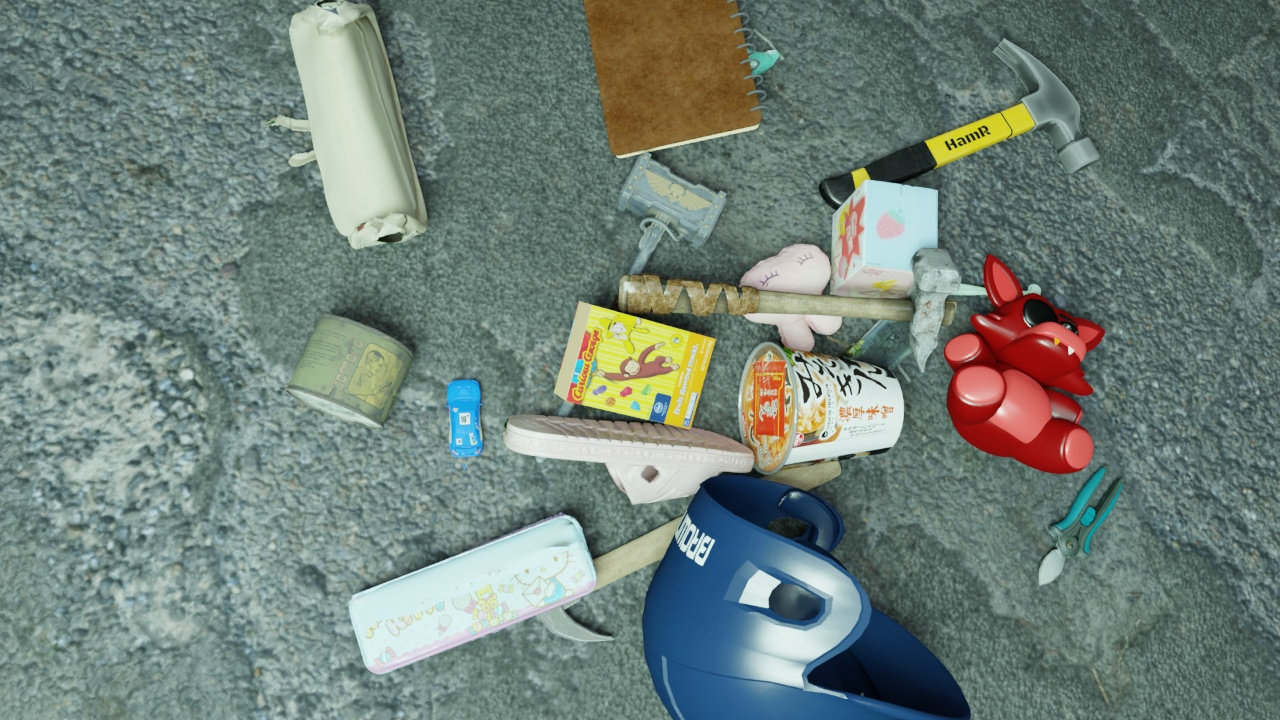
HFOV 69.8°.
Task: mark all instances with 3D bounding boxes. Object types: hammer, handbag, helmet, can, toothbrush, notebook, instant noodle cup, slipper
[{"bbox_3d":[0.339,-0.239,1.010,0.324,0.034,0.170,-23,80,-13],"label":"hammer"},{"bbox_3d":[0.045,0.160,0.871,0.330,0.031,0.119,-22,82,-17],"label":"hammer"},{"bbox_3d":[-0.276,-0.208,0.830,0.132,0.184,0.229,-17,96,-11],"label":"handbag"},{"bbox_3d":[0.133,0.240,0.757,0.272,0.232,0.223,17,97,6],"label":"helmet"},{"bbox_3d":[-0.258,0.010,0.818,0.090,0.090,0.074,21,73,-4],"label":"can"},{"bbox_3d":[0.352,-0.075,0.978,0.154,0.015,0.022,3,107,-8],"label":"toothbrush"},{"bbox_3d":[0.139,-0.053,0.869,0.319,0.122,0.048,3,37,-2],"label":"hammer"},{"bbox_3d":[0.034,-0.331,0.961,0.167,0.024,0.225,-11,78,6],"label":"notebook"},{"bbox_3d":[0.173,0.046,0.872,0.121,0.124,0.123,2,76,-18],"label":"instant noodle cup"},{"bbox_3d":[-0.026,-0.046,0.898,0.098,0.044,0.321,27,76,-2],"label":"hammer"},{"bbox_3d":[-0.008,0.094,0.834,0.239,0.094,0.064,8,97,-17],"label":"slipper"}]

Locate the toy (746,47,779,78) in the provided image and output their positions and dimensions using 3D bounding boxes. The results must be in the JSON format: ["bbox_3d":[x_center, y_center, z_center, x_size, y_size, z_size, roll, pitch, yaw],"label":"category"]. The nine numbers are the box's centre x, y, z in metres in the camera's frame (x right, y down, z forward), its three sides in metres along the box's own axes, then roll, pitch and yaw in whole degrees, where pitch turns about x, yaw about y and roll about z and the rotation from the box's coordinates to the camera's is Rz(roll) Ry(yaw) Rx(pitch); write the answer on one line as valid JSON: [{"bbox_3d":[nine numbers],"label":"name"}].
[{"bbox_3d":[0.091,-0.346,0.992,0.085,0.033,0.105,-35,84,-21],"label":"toy"}]

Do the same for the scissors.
[{"bbox_3d":[0.451,0.173,0.933,0.138,0.019,0.136,4,75,-9],"label":"scissors"}]

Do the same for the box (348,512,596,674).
[{"bbox_3d":[-0.144,0.202,0.800,0.214,0.033,0.076,-21,82,-3],"label":"box"}]

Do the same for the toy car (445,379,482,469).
[{"bbox_3d":[-0.161,0.057,0.837,0.033,0.062,0.092,-3,77,-10],"label":"toy car"}]

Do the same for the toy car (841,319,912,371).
[{"bbox_3d":[0.251,-0.017,0.938,0.105,0.033,0.048,-43,93,-3],"label":"toy car"}]

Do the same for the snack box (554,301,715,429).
[{"bbox_3d":[-0.005,0.005,0.854,0.125,0.040,0.088,14,94,-22],"label":"snack box"}]

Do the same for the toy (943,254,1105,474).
[{"bbox_3d":[0.386,0.004,0.917,0.158,0.121,0.196,31,66,-2],"label":"toy"}]

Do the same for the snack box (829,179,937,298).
[{"bbox_3d":[0.244,-0.118,0.929,0.079,0.095,0.093,7,76,-8],"label":"snack box"}]

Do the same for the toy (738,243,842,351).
[{"bbox_3d":[0.155,-0.061,0.927,0.108,0.053,0.105,-36,99,-15],"label":"toy"}]
